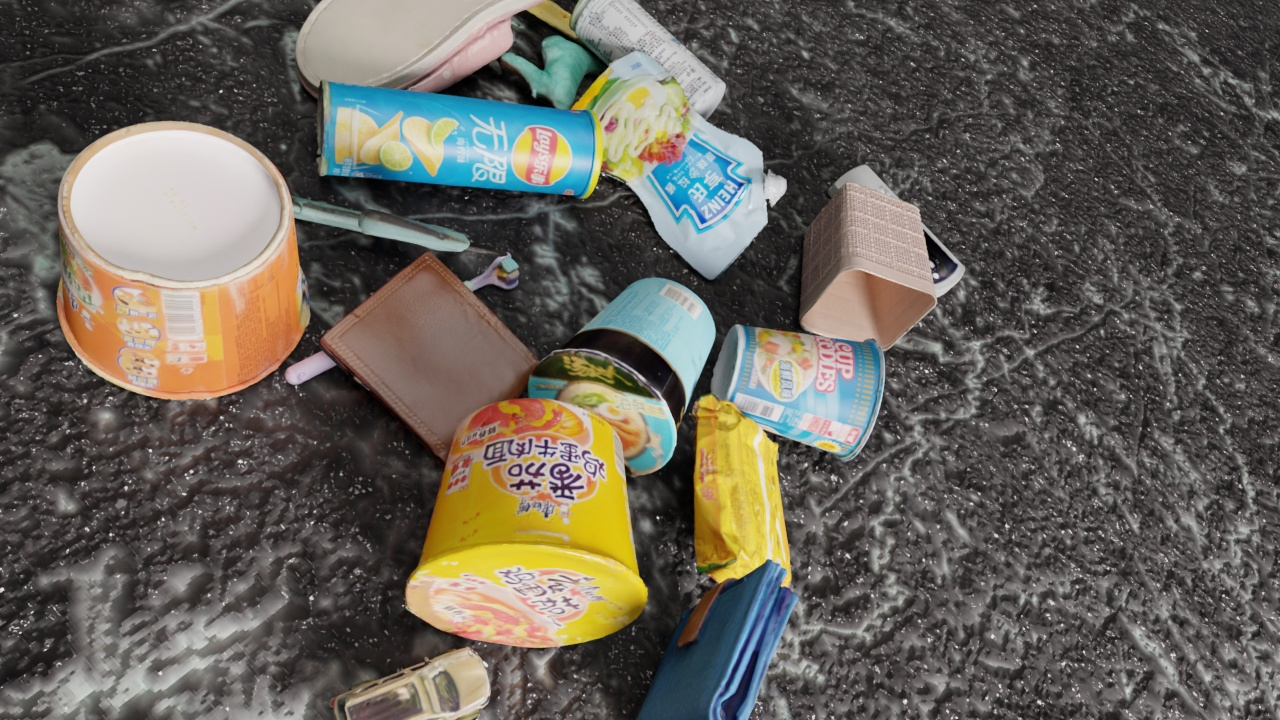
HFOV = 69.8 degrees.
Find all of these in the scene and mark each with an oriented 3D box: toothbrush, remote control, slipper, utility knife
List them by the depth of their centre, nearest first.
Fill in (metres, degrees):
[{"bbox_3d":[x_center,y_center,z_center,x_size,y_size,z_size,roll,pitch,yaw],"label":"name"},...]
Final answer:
[{"bbox_3d":[-0.164,-0.029,0.652,0.188,0.021,0.029,-32,121,-32],"label":"toothbrush"},{"bbox_3d":[-0.164,-0.292,0.772,0.273,0.054,0.114,-40,78,-20],"label":"slipper"},{"bbox_3d":[-0.040,-0.302,0.870,0.219,0.022,0.030,33,60,-8],"label":"utility knife"},{"bbox_3d":[0.247,-0.125,0.884,0.058,0.021,0.150,-35,79,-34],"label":"remote control"}]

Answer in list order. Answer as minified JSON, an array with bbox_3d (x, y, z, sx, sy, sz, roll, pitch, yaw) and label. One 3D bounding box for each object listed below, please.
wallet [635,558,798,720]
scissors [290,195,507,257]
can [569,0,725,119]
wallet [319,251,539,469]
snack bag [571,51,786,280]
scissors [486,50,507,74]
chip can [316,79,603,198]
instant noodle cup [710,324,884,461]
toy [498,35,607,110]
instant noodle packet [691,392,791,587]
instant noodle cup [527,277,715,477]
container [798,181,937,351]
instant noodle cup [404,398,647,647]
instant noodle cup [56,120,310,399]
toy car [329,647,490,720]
[{"bbox_3d":[0.040,0.182,0.547,0.040,0.133,0.106,33,55,-3],"label":"wallet"},{"bbox_3d":[-0.183,-0.093,0.629,0.180,0.170,0.019,12,95,8],"label":"scissors"},{"bbox_3d":[0.006,-0.272,0.823,0.146,0.058,0.058,44,54,5],"label":"can"},{"bbox_3d":[-0.141,-0.001,0.626,0.124,0.032,0.101,45,61,-5],"label":"wallet"},{"bbox_3d":[0.029,-0.168,0.780,0.191,0.039,0.110,43,84,7],"label":"snack bag"},{"bbox_3d":[-0.162,-0.348,0.839,0.207,0.015,0.192,28,55,-6],"label":"scissors"},{"bbox_3d":[-0.139,-0.170,0.712,0.210,0.071,0.071,1,62,-23],"label":"chip can"},{"bbox_3d":[0.116,0.019,0.705,0.110,0.099,0.099,13,57,-8],"label":"instant noodle cup"},{"bbox_3d":[-0.077,-0.257,0.813,0.096,0.030,0.091,26,52,-19],"label":"toy"},{"bbox_3d":[0.069,0.101,0.641,0.110,0.044,0.128,39,42,-49],"label":"instant noodle packet"},{"bbox_3d":[-0.004,0.004,0.658,0.111,0.111,0.120,36,45,-1],"label":"instant noodle cup"},{"bbox_3d":[0.193,-0.084,0.797,0.090,0.090,0.110,16,53,-14],"label":"container"},{"bbox_3d":[-0.066,0.096,0.558,0.138,0.138,0.109,12,50,-17],"label":"instant noodle cup"},{"bbox_3d":[-0.280,-0.066,0.566,0.151,0.112,0.151,10,59,-18],"label":"instant noodle cup"},{"bbox_3d":[-0.129,0.196,0.528,0.090,0.035,0.042,-12,68,-31],"label":"toy car"}]
